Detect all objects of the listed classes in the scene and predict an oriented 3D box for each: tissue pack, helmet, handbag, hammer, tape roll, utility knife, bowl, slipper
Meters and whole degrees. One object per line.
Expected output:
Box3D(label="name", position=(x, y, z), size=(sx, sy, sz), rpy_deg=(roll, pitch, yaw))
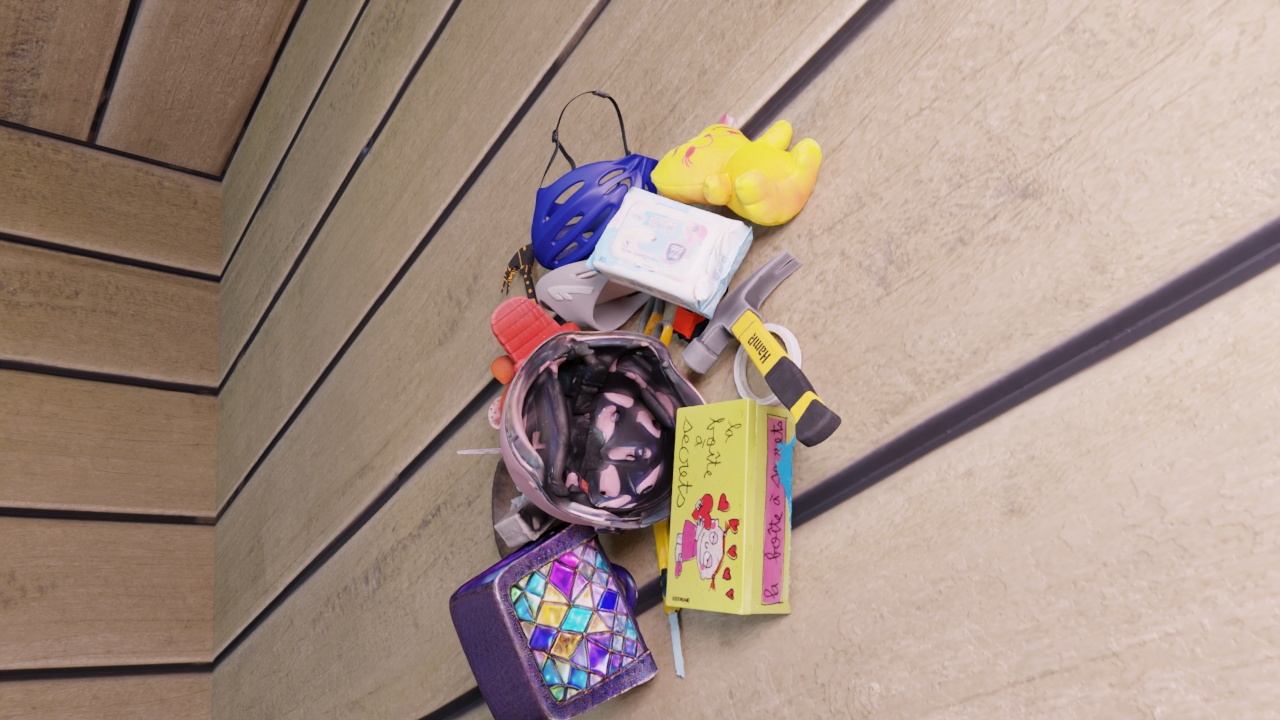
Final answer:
Box3D(label="tissue pack", position=(0.030, -0.129, 1.064), size=(0.182, 0.070, 0.112), rpy_deg=(24, 84, 28))
Box3D(label="helmet", position=(-0.046, 0.092, 1.071), size=(0.153, 0.255, 0.229), rpy_deg=(139, 135, -59))
Box3D(label="handbag", position=(-0.089, 0.304, 1.082), size=(0.126, 0.221, 0.205), rpy_deg=(-31, 81, 45))
Box3D(label="tissue pack", position=(-0.107, 0.157, 1.167), size=(0.071, 0.180, 0.104), rpy_deg=(50, 147, -5))
Box3D(label="hammer", position=(0.133, -0.005, 0.918), size=(0.170, 0.034, 0.324), rpy_deg=(-50, 21, 12))
Box3D(label="tape roll", position=(0.141, 0.006, 1.024), size=(0.093, 0.013, 0.093), rpy_deg=(-17, 68, 50))
Box3D(label="utility knife", position=(0.035, 0.265, 1.098), size=(0.031, 0.019, 0.218), rpy_deg=(-39, 54, 52))
Box3D(label="hammer", position=(-0.157, -0.046, 1.409), size=(0.124, 0.036, 0.320), rpy_deg=(-40, 51, 34))
Box3D(label="helmet", position=(-0.071, -0.238, 1.246), size=(0.242, 0.147, 0.227), rpy_deg=(-28, 64, 45))
Box3D(label="bowl", position=(-0.151, 0.209, 1.283), size=(0.162, 0.070, 0.162), rpy_deg=(1, 91, 63))
Box3D(label="slipper", position=(-0.122, -0.010, 1.214), size=(0.103, 0.059, 0.249), rpy_deg=(-42, 59, -11))
Box3D(label="slipper", position=(-0.042, -0.086, 1.213), size=(0.267, 0.112, 0.080), rpy_deg=(-18, 65, 42))

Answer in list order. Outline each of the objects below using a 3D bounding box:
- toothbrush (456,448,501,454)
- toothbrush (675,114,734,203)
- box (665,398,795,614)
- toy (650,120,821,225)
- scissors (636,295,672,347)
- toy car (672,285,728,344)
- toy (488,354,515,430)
Box3D(label="toothbrush", position=(-0.167, 0.125, 1.256), size=(0.010, 0.181, 0.010), rpy_deg=(26, 108, 49))
Box3D(label="toothbrush", position=(0.081, -0.253, 1.168), size=(0.135, 0.016, 0.021), rpy_deg=(-59, 41, 28))
Box3D(label="box", position=(0.097, 0.157, 0.988), size=(0.125, 0.081, 0.220), rpy_deg=(-8, 76, 51))
Box3D(label="toy", position=(0.115, -0.215, 1.056), size=(0.134, 0.087, 0.194), rpy_deg=(-40, 38, -20))
Box3D(label="scissors", position=(-0.008, 0.008, 1.194), size=(0.133, 0.016, 0.229), rpy_deg=(-94, 24, -44))
Box3D(label="toy car", position=(0.065, -0.070, 1.112), size=(0.051, 0.048, 0.100), rpy_deg=(33, 107, 51))
Box3D(label="toy", position=(-0.134, 0.032, 1.274), size=(0.164, 0.093, 0.172), rpy_deg=(22, 81, 21))
